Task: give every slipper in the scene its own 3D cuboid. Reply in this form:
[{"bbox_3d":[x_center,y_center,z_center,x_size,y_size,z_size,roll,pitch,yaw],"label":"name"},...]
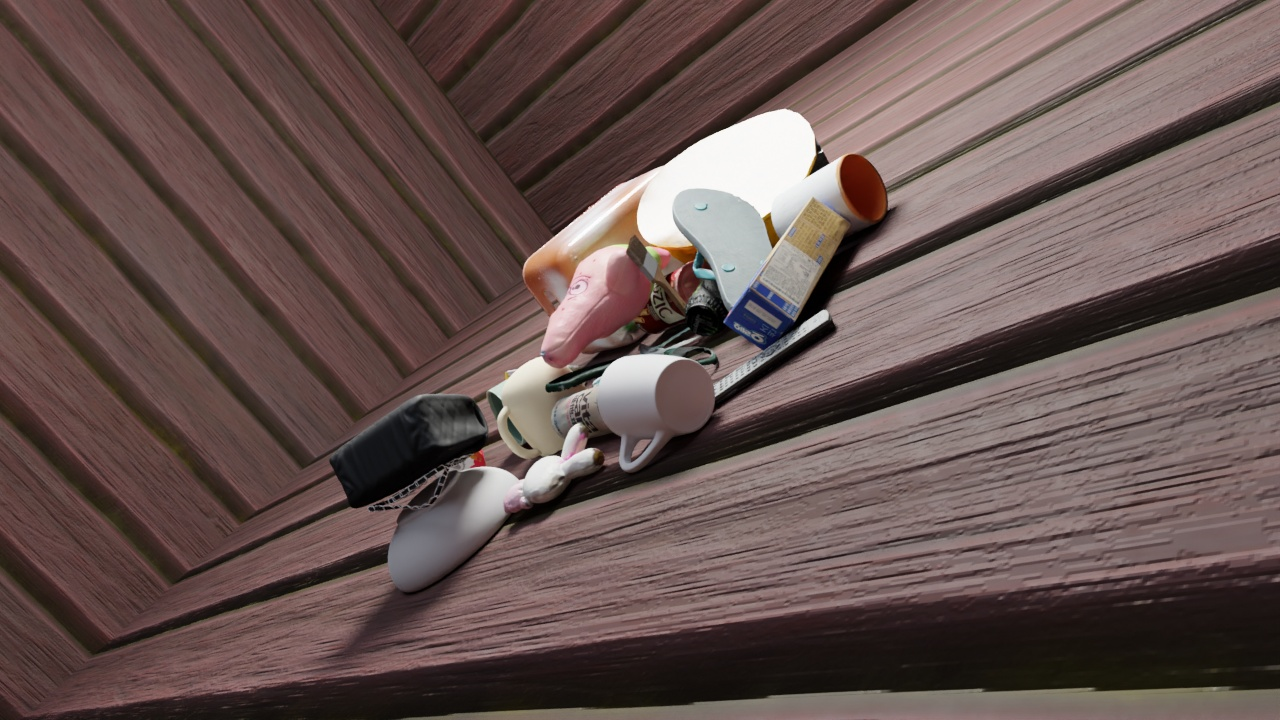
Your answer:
[{"bbox_3d":[0.109,-0.119,1.058,0.098,0.055,0.268,-13,40,-8],"label":"slipper"}]

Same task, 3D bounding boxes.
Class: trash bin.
[{"bbox_3d":[-0.018,-0.148,1.358,0.259,0.181,0.158,-42,15,-21],"label":"trash bin"}]

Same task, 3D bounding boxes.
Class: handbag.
[{"bbox_3d":[-0.241,0.112,1.015,0.154,0.114,0.125,-36,-11,24],"label":"handbag"}]

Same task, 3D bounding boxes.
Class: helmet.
[{"bbox_3d":[0.135,-0.202,1.230,0.256,0.131,0.205,-29,45,12],"label":"helmet"}]

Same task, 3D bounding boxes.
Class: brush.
[{"bbox_3d":[0.032,-0.084,1.074,0.008,0.143,0.045,-32,22,24],"label":"brush"}]

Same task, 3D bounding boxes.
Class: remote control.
[{"bbox_3d":[0.119,-0.002,0.847,0.137,0.013,0.033,-34,13,15],"label":"remote control"}]

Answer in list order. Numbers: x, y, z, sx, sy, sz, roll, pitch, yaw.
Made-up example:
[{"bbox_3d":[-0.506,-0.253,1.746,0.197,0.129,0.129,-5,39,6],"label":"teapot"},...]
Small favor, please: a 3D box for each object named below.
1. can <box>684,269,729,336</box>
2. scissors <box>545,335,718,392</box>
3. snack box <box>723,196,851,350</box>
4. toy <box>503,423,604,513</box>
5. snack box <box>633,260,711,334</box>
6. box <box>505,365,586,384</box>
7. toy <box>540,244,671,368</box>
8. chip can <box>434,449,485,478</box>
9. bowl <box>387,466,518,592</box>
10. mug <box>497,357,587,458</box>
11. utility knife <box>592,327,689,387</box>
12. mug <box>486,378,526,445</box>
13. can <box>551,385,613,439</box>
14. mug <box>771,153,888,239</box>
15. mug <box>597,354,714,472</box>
[{"bbox_3d":[0.096,-0.080,1.091,0.054,0.054,0.137,-28,16,37],"label":"can"},{"bbox_3d":[-0.006,0.006,1.032,0.203,0.015,0.202,-19,12,-11],"label":"scissors"},{"bbox_3d":[0.153,-0.090,0.934,0.206,0.056,0.057,-52,-3,-46],"label":"snack box"},{"bbox_3d":[-0.092,0.119,0.947,0.123,0.038,0.079,-36,25,6],"label":"toy"},{"bbox_3d":[0.044,-0.079,1.188,0.072,0.072,0.122,-45,15,-30],"label":"snack box"},{"bbox_3d":[-0.143,0.034,1.361,0.067,0.070,0.211,-21,6,-24],"label":"box"},{"bbox_3d":[-0.055,-0.070,1.123,0.193,0.097,0.236,-37,11,47],"label":"toy"},{"bbox_3d":[-0.259,0.126,1.297,0.069,0.069,0.220,-39,13,-6],"label":"chip can"},{"bbox_3d":[-0.220,0.175,1.031,0.177,0.066,0.176,-36,13,9],"label":"bowl"},{"bbox_3d":[-0.123,0.056,1.104,0.120,0.100,0.096,-44,14,-25],"label":"mug"},{"bbox_3d":[0.006,-0.006,1.161,0.177,0.015,0.022,-32,14,29],"label":"utility knife"},{"bbox_3d":[-0.137,0.041,1.197,0.103,0.084,0.111,-32,-31,-23],"label":"mug"},{"bbox_3d":[-0.045,0.055,1.001,0.054,0.054,0.136,-46,15,-32],"label":"can"},{"bbox_3d":[0.213,-0.175,1.040,0.106,0.082,0.082,-25,18,48],"label":"mug"},{"bbox_3d":[0.012,0.049,0.849,0.088,0.081,0.114,-5,66,57],"label":"mug"}]
